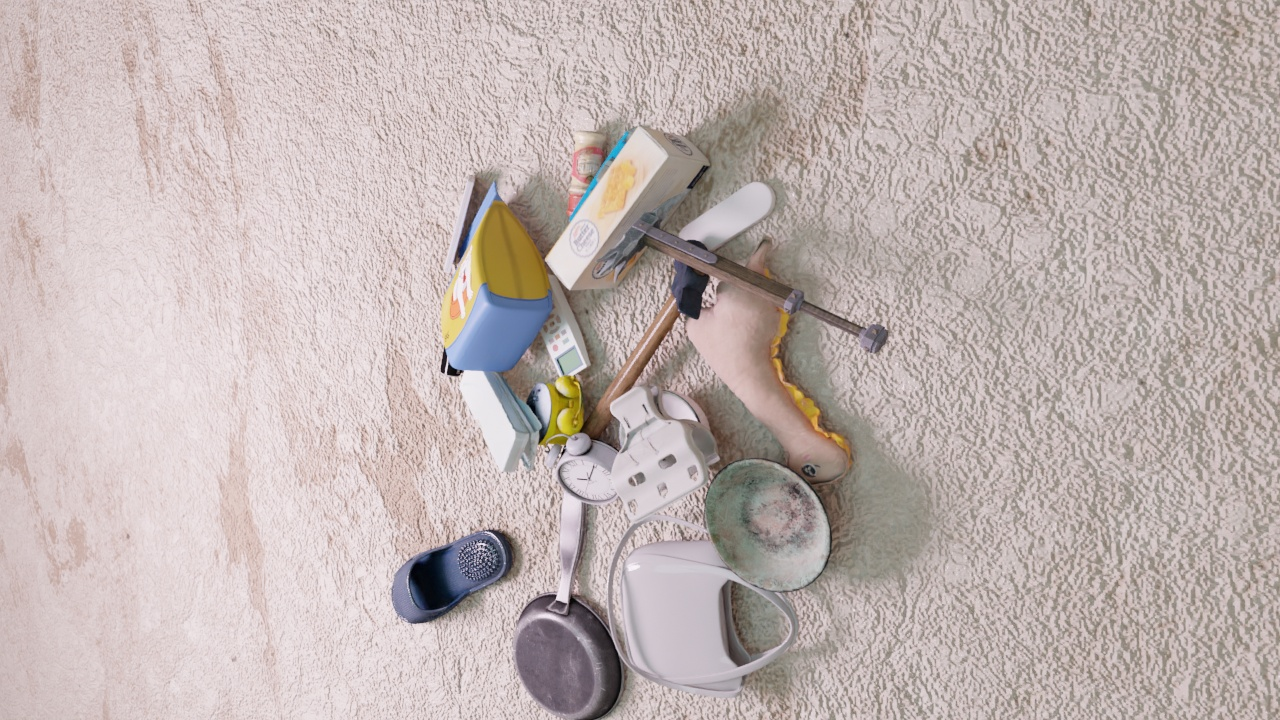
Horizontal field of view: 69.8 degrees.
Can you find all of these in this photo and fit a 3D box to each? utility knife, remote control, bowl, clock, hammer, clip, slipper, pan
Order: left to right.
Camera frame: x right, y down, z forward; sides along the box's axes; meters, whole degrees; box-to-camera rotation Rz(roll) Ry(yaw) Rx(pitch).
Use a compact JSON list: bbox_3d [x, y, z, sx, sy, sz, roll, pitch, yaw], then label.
[{"bbox_3d":[-0.302,0.322,1.355,0.264,0.082,0.101,-32,76,30],"label":"slipper"},{"bbox_3d":[-0.254,-0.192,1.292,0.011,0.050,0.136,15,108,-14],"label":"remote control"},{"bbox_3d":[-0.109,0.067,1.197,0.119,0.057,0.083,-39,49,49],"label":"clock"},{"bbox_3d":[-0.109,-0.047,1.224,0.050,0.024,0.143,-32,77,35],"label":"remote control"},{"bbox_3d":[-0.102,0.330,1.253,0.188,0.055,0.357,8,104,32],"label":"pan"},{"bbox_3d":[-0.070,0.137,1.176,0.095,0.035,0.122,-28,116,38],"label":"clock"},{"bbox_3d":[-0.050,-0.219,1.139,0.031,0.015,0.178,30,88,42],"label":"utility knife"},{"bbox_3d":[-0.007,0.007,1.128,0.040,0.129,0.323,24,127,-13],"label":"hammer"},{"bbox_3d":[0.024,0.102,1.074,0.126,0.096,0.152,-33,56,29],"label":"clip"},{"bbox_3d":[0.039,0.090,1.122,0.118,0.062,0.118,4,98,32],"label":"bowl"},{"bbox_3d":[0.100,-0.164,1.085,0.137,0.013,0.043,-31,79,31],"label":"remote control"},{"bbox_3d":[0.121,-0.087,0.987,0.317,0.146,0.028,28,153,25],"label":"hammer"},{"bbox_3d":[0.148,0.180,1.035,0.158,0.038,0.157,10,108,33],"label":"bowl"}]

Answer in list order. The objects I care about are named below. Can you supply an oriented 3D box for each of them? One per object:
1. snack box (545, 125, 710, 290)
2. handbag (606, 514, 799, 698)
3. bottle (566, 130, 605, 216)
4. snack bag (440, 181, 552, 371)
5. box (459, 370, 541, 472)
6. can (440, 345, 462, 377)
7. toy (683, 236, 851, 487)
[{"bbox_3d":[-0.017,-0.178,1.105,0.057,0.104,0.208,48,117,19],"label":"snack box"},{"bbox_3d":[0.080,0.298,1.102,0.223,0.095,0.216,-4,95,30],"label":"handbag"},{"bbox_3d":[-0.069,-0.236,1.169,0.044,0.044,0.109,12,101,31],"label":"bottle"},{"bbox_3d":[-0.203,-0.110,1.221,0.159,0.102,0.205,-49,47,46],"label":"snack bag"},{"bbox_3d":[-0.191,0.064,1.229,0.199,0.066,0.083,-129,29,-47],"label":"box"},{"bbox_3d":[-0.268,-0.018,1.325,0.031,0.031,0.080,20,106,29],"label":"can"},{"bbox_3d":[0.161,0.013,1.038,0.264,0.065,0.197,49,121,16],"label":"toy"}]
